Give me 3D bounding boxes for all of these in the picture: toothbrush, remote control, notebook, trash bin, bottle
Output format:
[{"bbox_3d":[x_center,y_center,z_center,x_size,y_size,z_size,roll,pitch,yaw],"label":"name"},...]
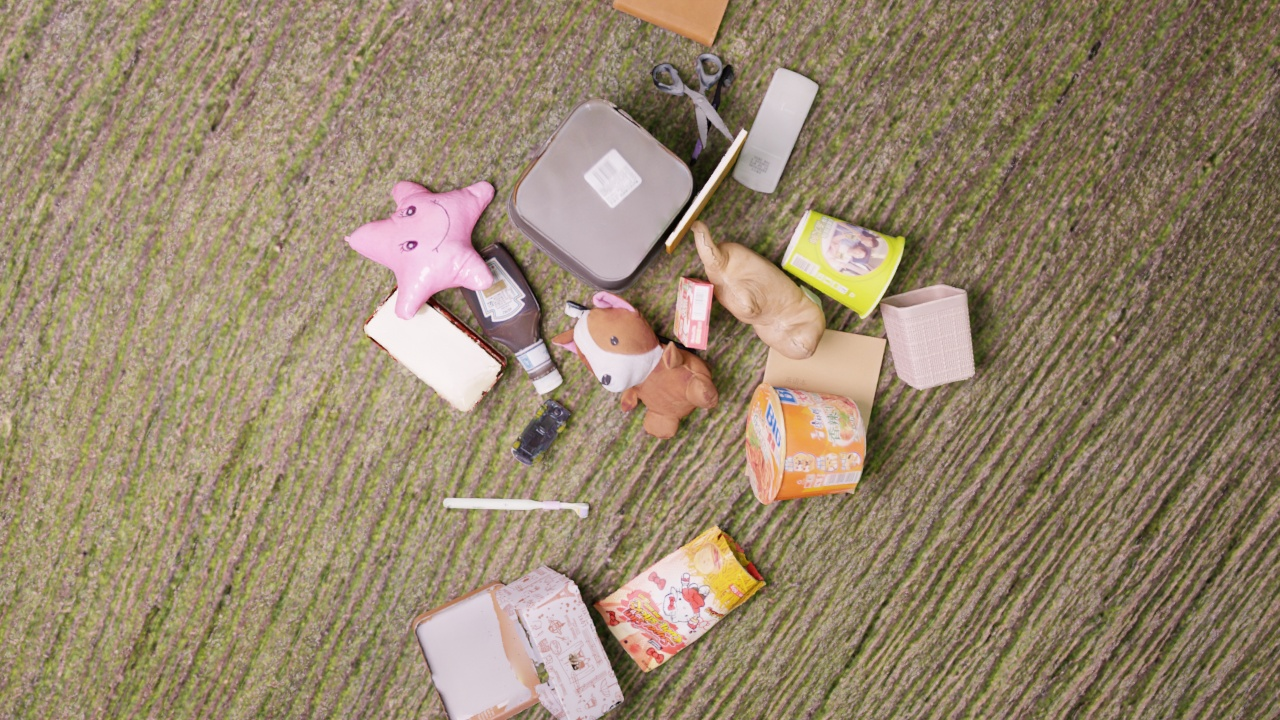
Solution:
[{"bbox_3d":[0.085,-0.291,1.089,0.014,0.188,0.017,-10,136,36],"label":"toothbrush"},{"bbox_3d":[-0.162,0.191,1.199,0.189,0.029,0.020,4,56,-3],"label":"toothbrush"},{"bbox_3d":[0.167,-0.285,1.146,0.058,0.021,0.150,23,96,-7],"label":"remote control"},{"bbox_3d":[0.073,-0.188,1.062,0.010,0.206,0.146,35,95,-1],"label":"notebook"},{"bbox_3d":[-0.042,-0.190,1.049,0.199,0.219,0.199,37,94,-6],"label":"trash bin"},{"bbox_3d":[-0.012,-0.039,1.175,0.181,0.015,0.018,19,103,-6],"label":"toothbrush"},{"bbox_3d":[-0.159,-0.049,1.151,0.080,0.044,0.195,-28,100,4],"label":"bottle"},{"bbox_3d":[0.229,0.063,1.208,0.149,0.012,0.211,10,98,-3],"label":"notebook"}]

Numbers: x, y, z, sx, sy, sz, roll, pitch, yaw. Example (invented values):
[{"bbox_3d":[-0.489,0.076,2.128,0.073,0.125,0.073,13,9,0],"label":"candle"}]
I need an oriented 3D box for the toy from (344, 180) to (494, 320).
[{"bbox_3d":[-0.262,-0.135,1.090,0.178,0.075,0.194,-2,65,0],"label":"toy"}]

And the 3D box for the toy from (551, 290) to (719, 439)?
[{"bbox_3d":[-0.007,0.007,1.127,0.199,0.130,0.140,43,125,-9],"label":"toy"}]

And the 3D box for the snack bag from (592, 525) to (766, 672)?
[{"bbox_3d":[0.053,0.315,1.215,0.208,0.073,0.128,-38,100,10],"label":"snack bag"}]

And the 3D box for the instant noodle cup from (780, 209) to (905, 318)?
[{"bbox_3d":[0.245,-0.128,1.138,0.123,0.111,0.112,25,96,1],"label":"instant noodle cup"}]

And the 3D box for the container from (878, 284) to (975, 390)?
[{"bbox_3d":[0.366,-0.029,1.165,0.090,0.090,0.111,-14,102,-2],"label":"container"}]

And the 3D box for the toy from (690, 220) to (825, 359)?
[{"bbox_3d":[0.132,-0.092,1.110,0.226,0.143,0.083,38,106,-19],"label":"toy"}]

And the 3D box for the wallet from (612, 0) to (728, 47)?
[{"bbox_3d":[0.045,-0.455,1.109,0.132,0.031,0.108,19,100,-7],"label":"wallet"}]

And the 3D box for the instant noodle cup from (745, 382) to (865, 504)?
[{"bbox_3d":[0.205,0.104,1.140,0.111,0.151,0.151,1,98,-9],"label":"instant noodle cup"}]

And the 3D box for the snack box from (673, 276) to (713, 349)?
[{"bbox_3d":[0.063,-0.060,1.107,0.025,0.153,0.075,6,98,-4],"label":"snack box"}]

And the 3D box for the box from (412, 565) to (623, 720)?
[{"bbox_3d":[-0.154,0.381,1.153,0.205,0.158,0.181,-21,100,-20],"label":"box"}]

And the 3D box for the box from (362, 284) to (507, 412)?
[{"bbox_3d":[-0.253,-0.015,1.132,0.168,0.077,0.091,40,94,-8],"label":"box"}]

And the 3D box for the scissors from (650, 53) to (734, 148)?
[{"bbox_3d":[0.072,-0.312,1.086,0.163,0.014,0.165,26,59,26],"label":"scissors"}]

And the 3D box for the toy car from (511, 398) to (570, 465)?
[{"bbox_3d":[-0.128,0.093,1.177,0.042,0.035,0.090,36,95,-6],"label":"toy car"}]
